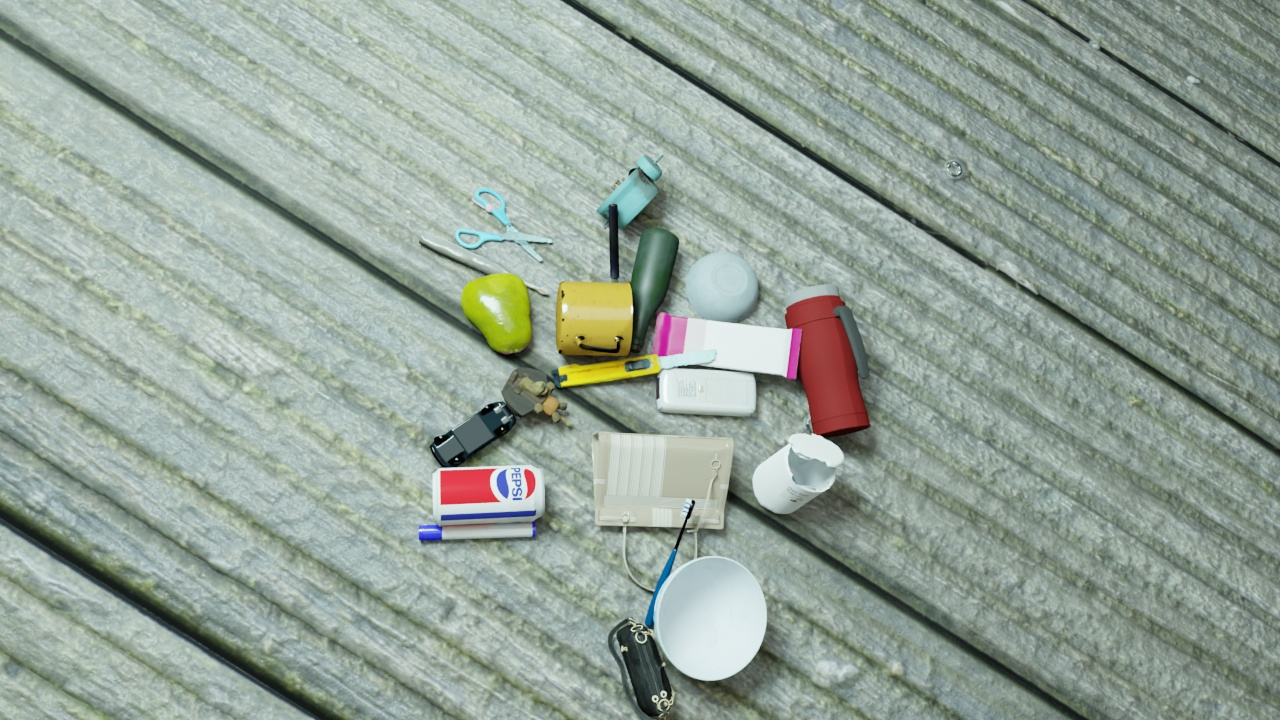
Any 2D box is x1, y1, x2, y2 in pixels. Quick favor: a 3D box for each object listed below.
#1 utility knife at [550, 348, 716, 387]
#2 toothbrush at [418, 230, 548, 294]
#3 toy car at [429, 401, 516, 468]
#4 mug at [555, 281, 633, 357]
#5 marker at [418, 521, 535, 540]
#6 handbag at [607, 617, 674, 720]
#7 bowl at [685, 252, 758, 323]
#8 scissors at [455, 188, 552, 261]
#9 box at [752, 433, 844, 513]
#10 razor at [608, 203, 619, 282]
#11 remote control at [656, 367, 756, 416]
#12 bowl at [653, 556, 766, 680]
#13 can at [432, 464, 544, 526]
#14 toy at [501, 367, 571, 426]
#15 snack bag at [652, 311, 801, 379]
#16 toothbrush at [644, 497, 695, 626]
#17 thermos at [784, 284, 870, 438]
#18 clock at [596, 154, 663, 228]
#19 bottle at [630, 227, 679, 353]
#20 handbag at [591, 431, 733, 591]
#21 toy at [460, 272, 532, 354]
[{"bbox_3d":[-0.007,0.007,1.225,0.223,0.019,0.030,-8,78,-8],"label":"utility knife"},{"bbox_3d":[-0.210,-0.128,1.236,0.185,0.024,0.022,23,109,-4],"label":"toothbrush"},{"bbox_3d":[-0.211,0.094,1.160,0.112,0.034,0.046,-34,83,-20],"label":"toy car"},{"bbox_3d":[-0.061,-0.048,1.192,0.094,0.101,0.123,1,36,-9],"label":"mug"},{"bbox_3d":[-0.201,0.210,1.134,0.141,0.020,0.020,0,73,-11],"label":"marker"},{"bbox_3d":[0.005,0.370,1.095,0.054,0.079,0.128,-16,76,-14],"label":"handbag"},{"bbox_3d":[0.119,-0.107,1.285,0.106,0.039,0.106,3,73,-10],"label":"bowl"},{"bbox_3d":[-0.194,-0.171,1.257,0.141,0.015,0.111,43,70,9],"label":"scissors"},{"bbox_3d":[0.204,0.137,1.175,0.080,0.144,0.089,25,59,-9],"label":"box"},{"bbox_3d":[-0.036,-0.139,1.239,0.042,0.022,0.144,-4,106,-13],"label":"razor"},{"bbox_3d":[0.090,0.042,1.241,0.138,0.025,0.060,3,73,-8],"label":"remote control"},{"bbox_3d":[0.073,0.310,1.123,0.143,0.074,0.144,3,82,-21],"label":"bowl"},{"bbox_3d":[-0.186,0.165,1.124,0.132,0.070,0.070,-1,73,-12],"label":"can"},{"bbox_3d":[-0.130,0.051,1.179,0.100,0.063,0.076,35,48,-11],"label":"toy"},{"bbox_3d":[0.116,-0.021,1.243,0.196,0.016,0.070,7,85,7],"label":"snack bag"},{"bbox_3d":[0.036,0.252,1.145,0.014,0.014,0.167,20,90,2],"label":"toothbrush"},{"bbox_3d":[0.260,-0.002,1.246,0.083,0.108,0.198,-2,75,-32],"label":"thermos"},{"bbox_3d":[-0.008,-0.237,1.275,0.053,0.090,0.124,44,81,-8],"label":"clock"},{"bbox_3d":[0.010,-0.093,1.252,0.055,0.055,0.174,15,72,-6],"label":"bottle"},{"bbox_3d":[0.025,0.195,1.176,0.175,0.062,0.197,3,81,-10],"label":"handbag"},{"bbox_3d":[-0.184,-0.060,1.204,0.090,0.051,0.110,-17,80,-13],"label":"toy"}]
